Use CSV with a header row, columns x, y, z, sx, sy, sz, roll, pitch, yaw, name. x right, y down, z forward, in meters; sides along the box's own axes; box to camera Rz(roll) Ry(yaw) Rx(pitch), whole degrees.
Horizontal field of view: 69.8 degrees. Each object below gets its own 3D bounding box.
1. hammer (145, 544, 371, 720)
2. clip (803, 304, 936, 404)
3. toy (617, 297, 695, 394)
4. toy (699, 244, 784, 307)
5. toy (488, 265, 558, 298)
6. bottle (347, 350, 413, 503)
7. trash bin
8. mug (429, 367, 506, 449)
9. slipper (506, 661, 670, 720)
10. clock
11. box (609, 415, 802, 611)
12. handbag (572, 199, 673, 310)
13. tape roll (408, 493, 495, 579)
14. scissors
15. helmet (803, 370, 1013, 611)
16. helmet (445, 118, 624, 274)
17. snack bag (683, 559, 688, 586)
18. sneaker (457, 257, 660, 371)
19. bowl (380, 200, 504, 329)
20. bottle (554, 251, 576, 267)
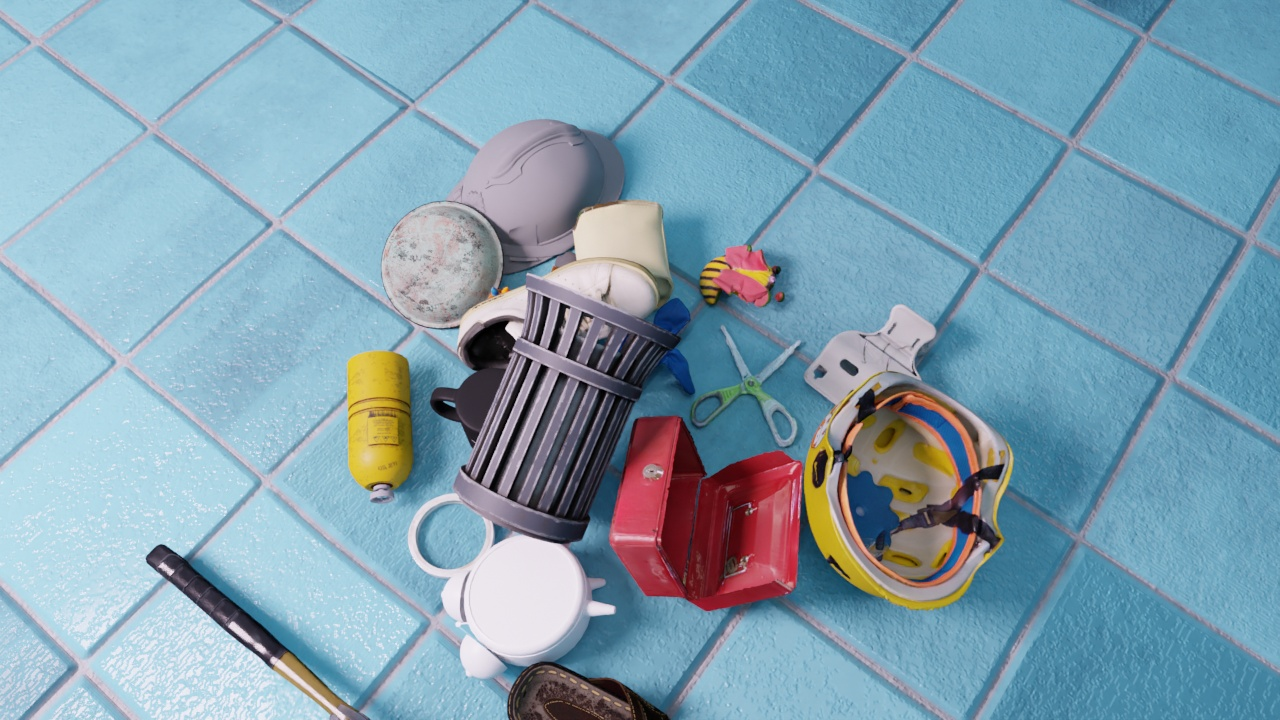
x,y,z,sx,sy,sz,roll,pitch,yaw,name
-0.371,0.284,0.909,0.333,0.118,0.025,31,65,19,hammer
0.280,0.006,1.074,0.124,0.073,0.142,39,77,14,clip
-0.006,0.006,1.063,0.176,0.071,0.112,-22,69,-22,toy
0.124,-0.101,1.129,0.103,0.046,0.084,-4,78,3,toy
-0.132,-0.077,1.081,0.090,0.103,0.070,6,49,-13,toy
-0.290,0.077,1.021,0.071,0.071,0.163,-7,65,-4,bottle
-0.080,0.051,0.909,0.164,0.164,0.227,23,90,10,trash bin
-0.178,0.057,1.022,0.113,0.088,0.078,12,65,5,mug
-0.007,0.378,0.866,0.268,0.076,0.112,33,65,5,slipper
-0.115,0.250,0.945,0.161,0.073,0.125,-23,58,-7,clock
0.050,0.150,0.929,0.168,0.154,0.156,33,46,-27,box
-0.023,-0.128,1.110,0.111,0.081,0.119,0,61,-13,handbag
-0.205,0.191,1.000,0.093,0.013,0.093,0,65,-1,tape roll
0.133,0.032,1.083,0.171,0.022,0.174,-38,65,-14,scissors
0.255,0.143,0.956,0.209,0.140,0.239,27,66,-9,helmet
-0.143,-0.231,1.145,0.270,0.118,0.183,-37,70,-15,helmet
0.039,0.220,0.985,0.026,0.020,0.099,-37,70,-19,snack bag
-0.098,-0.044,1.018,0.242,0.089,0.102,-17,21,11,sneaker
-0.244,-0.117,1.099,0.157,0.038,0.157,-1,87,9,bowl
-0.077,-0.080,1.118,0.036,0.036,0.109,-13,65,-7,bottle
